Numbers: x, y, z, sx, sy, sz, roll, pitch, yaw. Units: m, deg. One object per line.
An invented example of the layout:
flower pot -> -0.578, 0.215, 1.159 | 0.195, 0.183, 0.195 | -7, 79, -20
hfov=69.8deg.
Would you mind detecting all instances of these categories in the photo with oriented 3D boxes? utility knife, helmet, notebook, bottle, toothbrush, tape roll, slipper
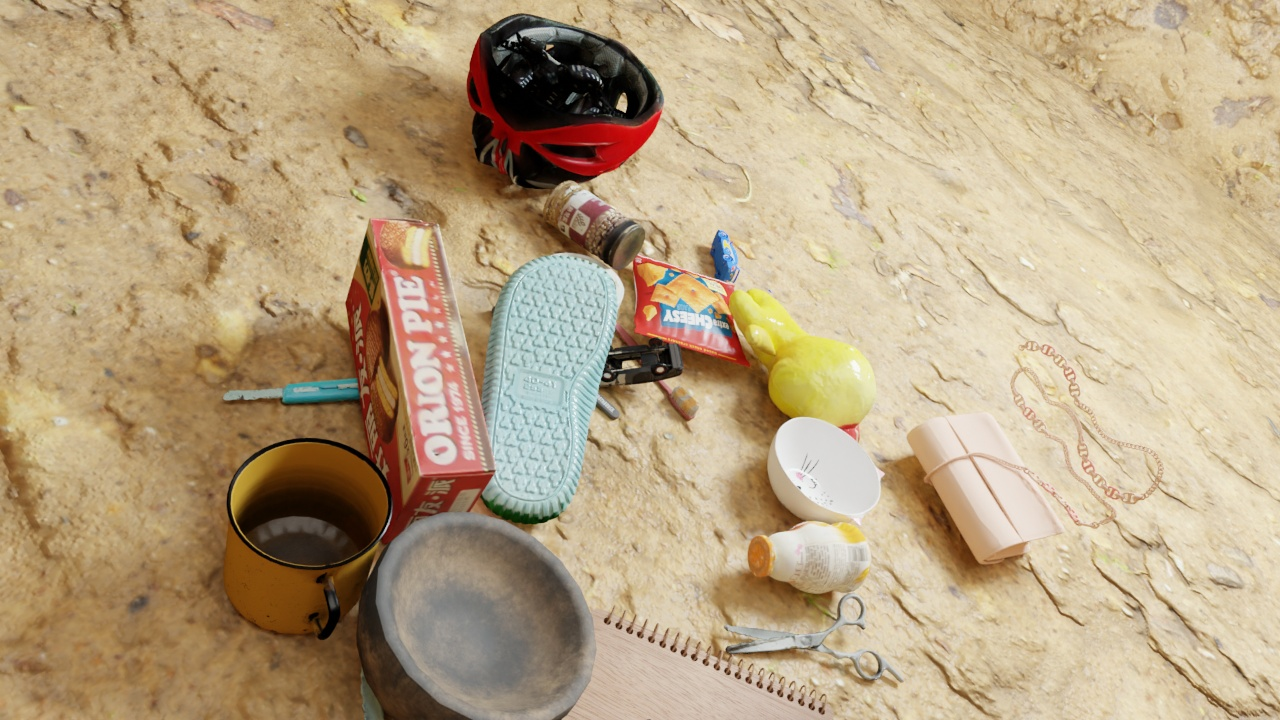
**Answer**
utility knife -> -0.263, 0.027, 0.755 | 0.148, 0.015, 0.022 | -5, 58, -31
helmet -> -0.089, -0.305, 1.074 | 0.217, 0.167, 0.271 | 35, 41, 6
notebook -> 0.041, 0.284, 0.669 | 0.210, 0.022, 0.168 | 25, 42, -7
bottle -> 0.149, 0.174, 0.811 | 0.108, 0.063, 0.063 | 7, 46, -25
bottle -> -0.052, -0.150, 1.014 | 0.105, 0.056, 0.056 | 37, 40, 20
toothbrush -> -0.002, -0.010, 0.946 | 0.015, 0.016, 0.184 | -21, 60, -40
tape roll -> -0.064, -0.078, 0.967 | 0.093, 0.018, 0.093 | 12, 42, -12
slipper -> -0.089, 0.022, 0.826 | 0.116, 0.070, 0.275 | 16, 58, -14
toothbrush -> -0.083, 0.000, 0.891 | 0.167, 0.013, 0.012 | 42, 42, 10

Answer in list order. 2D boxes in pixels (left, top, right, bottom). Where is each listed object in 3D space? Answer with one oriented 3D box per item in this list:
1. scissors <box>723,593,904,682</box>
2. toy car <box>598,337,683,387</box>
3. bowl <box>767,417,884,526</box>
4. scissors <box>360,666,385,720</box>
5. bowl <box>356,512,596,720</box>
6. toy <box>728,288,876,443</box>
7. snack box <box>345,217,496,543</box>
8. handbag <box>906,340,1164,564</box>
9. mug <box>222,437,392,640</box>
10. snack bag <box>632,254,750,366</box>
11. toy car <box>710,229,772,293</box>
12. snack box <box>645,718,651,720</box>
scissors -> 0.148, 0.248, 0.774 | 0.159, 0.014, 0.120 | -21, 78, -28
toy car -> -0.005, 0.005, 0.902 | 0.092, 0.037, 0.040 | -6, 49, -2
bowl -> 0.170, 0.115, 0.891 | 0.114, 0.051, 0.114 | 16, 43, -16
scissors -> -0.151, 0.277, 0.569 | 0.170, 0.013, 0.174 | 19, 41, -13
bowl -> -0.116, 0.187, 0.618 | 0.162, 0.070, 0.162 | 27, 32, -19
toy -> 0.174, 0.001, 0.978 | 0.207, 0.092, 0.133 | 44, 29, 19
snack box -> -0.180, 0.012, 0.723 | 0.060, 0.113, 0.236 | 0, 56, -30
handbag -> 0.380, 0.089, 0.936 | 0.116, 0.188, 0.198 | 2, 52, -38
mug -> -0.222, 0.129, 0.613 | 0.100, 0.094, 0.123 | -6, 51, -33
snack bag -> 0.051, -0.056, 1.002 | 0.130, 0.039, 0.143 | 16, 38, -15
toy car -> 0.122, -0.116, 1.106 | 0.062, 0.033, 0.091 | 8, 45, -14
snack box -> -0.064, 0.293, 0.561 | 0.185, 0.032, 0.101 | -1, 52, -29
